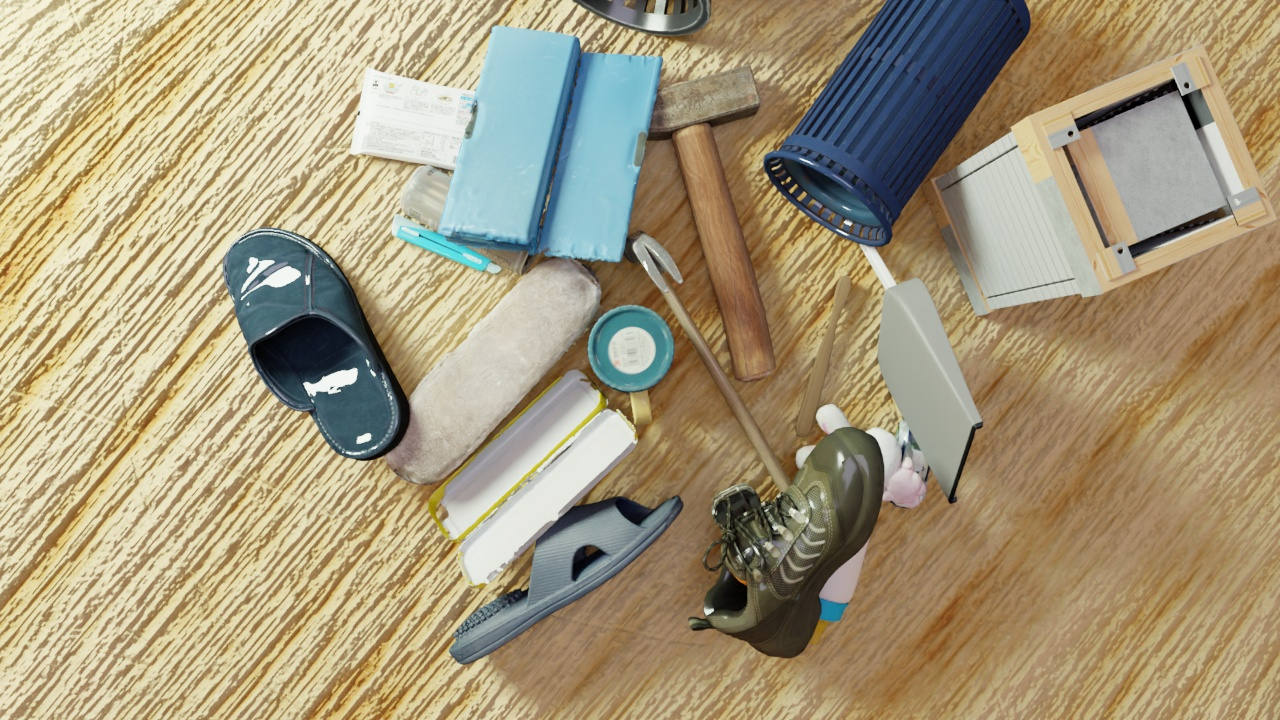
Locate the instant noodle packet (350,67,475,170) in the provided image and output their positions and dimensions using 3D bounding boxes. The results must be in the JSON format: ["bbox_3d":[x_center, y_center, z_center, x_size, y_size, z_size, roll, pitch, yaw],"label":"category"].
[{"bbox_3d":[-0.213,-0.234,0.907,0.134,0.026,0.087,11,89,0],"label":"instant noodle packet"}]

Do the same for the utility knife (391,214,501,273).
[{"bbox_3d":[-0.192,-0.114,0.912,0.116,0.015,0.022,22,88,-3],"label":"utility knife"}]

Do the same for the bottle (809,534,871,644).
[{"bbox_3d":[0.187,0.205,0.892,0.051,0.051,0.146,16,89,0],"label":"bottle"}]

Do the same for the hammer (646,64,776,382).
[{"bbox_3d":[0.071,-0.123,0.903,0.158,0.037,0.300,-16,89,-1],"label":"hammer"}]

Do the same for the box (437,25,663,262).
[{"bbox_3d":[-0.080,-0.206,0.864,0.174,0.033,0.231,8,71,4],"label":"box"}]

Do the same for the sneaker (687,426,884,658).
[{"bbox_3d":[0.111,0.154,0.824,0.143,0.101,0.238,15,108,-21],"label":"sneaker"}]

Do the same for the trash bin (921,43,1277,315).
[{"bbox_3d":[0.377,-0.140,0.800,0.142,0.247,0.142,-23,89,-1],"label":"trash bin"}]

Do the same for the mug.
[{"bbox_3d":[-0.005,0.005,0.866,0.083,0.107,0.113,-10,90,-3],"label":"mug"}]

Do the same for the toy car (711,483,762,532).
[{"bbox_3d":[0.107,0.172,0.901,0.048,0.040,0.113,-26,107,-2],"label":"toy car"}]

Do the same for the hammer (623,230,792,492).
[{"bbox_3d":[0.076,0.022,0.881,0.030,0.119,0.331,-30,98,-2],"label":"hammer"}]

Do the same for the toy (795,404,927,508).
[{"bbox_3d":[0.219,0.099,0.894,0.125,0.037,0.076,27,105,12],"label":"toy"}]

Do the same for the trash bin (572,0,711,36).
[{"bbox_3d":[0.022,-0.449,0.849,0.164,0.164,0.227,19,85,0],"label":"trash bin"}]

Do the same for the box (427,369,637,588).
[{"bbox_3d":[-0.104,0.108,0.871,0.209,0.034,0.129,-42,46,-1],"label":"box"}]

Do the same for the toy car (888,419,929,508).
[{"bbox_3d":[0.268,0.103,0.907,0.038,0.027,0.089,10,89,-2],"label":"toy car"}]

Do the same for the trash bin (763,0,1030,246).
[{"bbox_3d":[0.243,-0.248,0.857,0.139,0.139,0.249,36,87,0],"label":"trash bin"}]

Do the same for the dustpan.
[{"bbox_3d":[0.250,-0.014,0.850,0.033,0.163,0.257,-20,58,-1],"label":"dustpan"}]

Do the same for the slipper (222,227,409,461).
[{"bbox_3d":[-0.316,-0.026,0.856,0.109,0.083,0.265,-36,76,3],"label":"slipper"}]

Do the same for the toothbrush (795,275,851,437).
[{"bbox_3d":[0.182,-0.004,0.914,0.016,0.016,0.167,15,91,-1],"label":"toothbrush"}]

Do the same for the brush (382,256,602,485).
[{"bbox_3d":[-0.141,0.008,0.889,0.083,0.056,0.271,43,90,0],"label":"brush"}]

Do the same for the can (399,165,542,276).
[{"bbox_3d":[-0.163,-0.137,0.892,0.135,0.054,0.054,28,89,0],"label":"can"}]

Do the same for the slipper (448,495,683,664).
[{"bbox_3d":[-0.083,0.187,0.868,0.263,0.101,0.082,-34,91,3],"label":"slipper"}]
